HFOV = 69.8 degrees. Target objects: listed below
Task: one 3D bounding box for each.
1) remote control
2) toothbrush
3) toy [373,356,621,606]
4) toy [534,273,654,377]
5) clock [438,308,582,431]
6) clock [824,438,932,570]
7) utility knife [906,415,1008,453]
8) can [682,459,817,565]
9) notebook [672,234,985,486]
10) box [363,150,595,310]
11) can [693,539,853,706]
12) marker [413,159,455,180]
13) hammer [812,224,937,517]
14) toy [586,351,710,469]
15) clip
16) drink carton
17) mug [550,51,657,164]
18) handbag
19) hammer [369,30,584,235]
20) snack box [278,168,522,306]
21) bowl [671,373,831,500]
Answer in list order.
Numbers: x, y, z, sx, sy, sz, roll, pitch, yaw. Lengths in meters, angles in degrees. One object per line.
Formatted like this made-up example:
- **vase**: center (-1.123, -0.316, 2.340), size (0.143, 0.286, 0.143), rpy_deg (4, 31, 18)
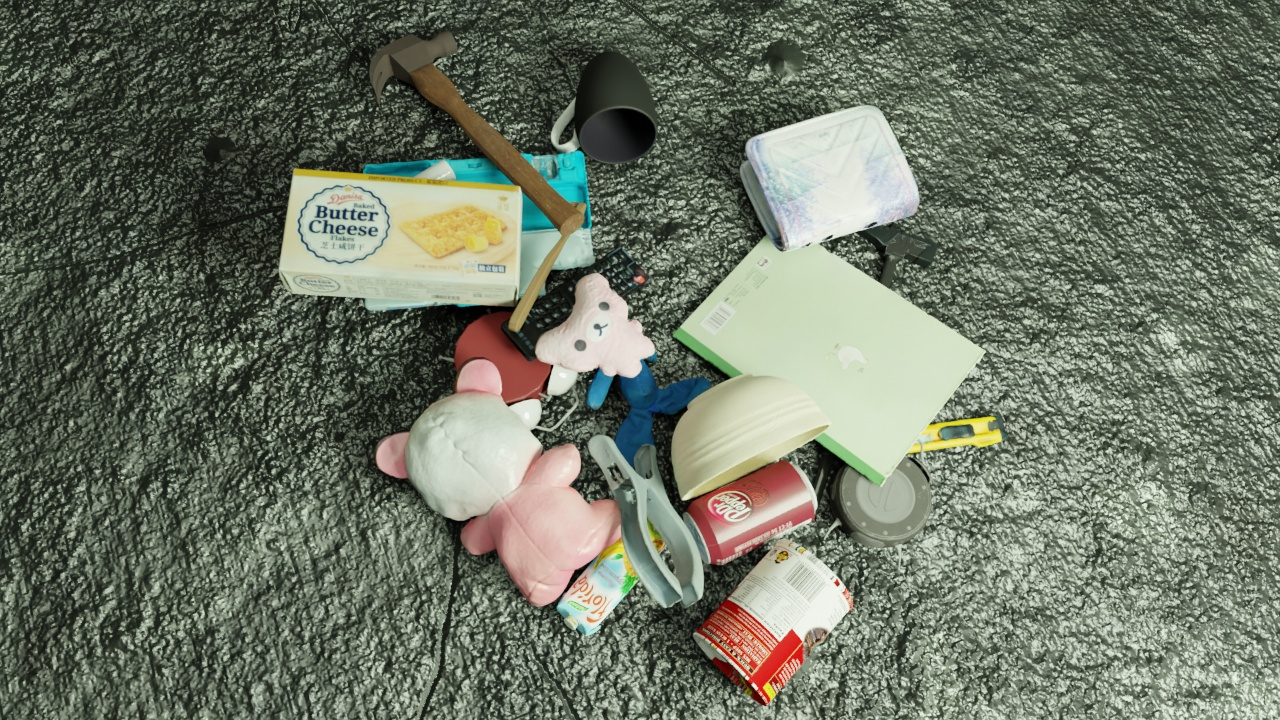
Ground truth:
- **remote control**: center (-0.062, -0.053, 0.879), size (0.150, 0.022, 0.047), rpy_deg (-36, 76, -23)
- **toothbrush**: center (-0.089, -0.093, 0.875), size (0.016, 0.016, 0.166), rpy_deg (18, 58, 8)
- **toy**: center (-0.123, 0.110, 0.814), size (0.142, 0.084, 0.213), rpy_deg (-44, 83, 8)
- **toy**: center (-0.035, -0.022, 0.834), size (0.096, 0.053, 0.099), rpy_deg (31, 74, 9)
- **clock**: center (-0.122, 0.011, 0.884), size (0.137, 0.048, 0.096), rpy_deg (40, 73, 9)
- **clock**: center (0.229, 0.127, 0.872), size (0.091, 0.044, 0.122), rpy_deg (22, 69, 7)
- **utility knife**: center (0.287, 0.078, 0.911), size (0.163, 0.017, 0.030), rpy_deg (-8, 63, -4)
- **can**: center (0.101, 0.140, 0.848), size (0.114, 0.063, 0.063), rpy_deg (-23, 74, -12)
- **notebook**: center (0.184, -0.017, 0.912), size (0.252, 0.010, 0.181), rpy_deg (37, 70, 19)
- **box**: center (-0.162, -0.126, 0.926), size (0.227, 0.056, 0.185), rpy_deg (-5, 64, -6)
- **can**: center (0.117, 0.229, 0.807), size (0.086, 0.087, 0.116), rpy_deg (43, 74, 10)
- **marker**: center (-0.240, -0.151, 0.894), size (0.133, 0.023, 0.027), rpy_deg (-37, 59, -18)
- **hammer**: center (0.214, 0.003, 0.931), size (0.095, 0.015, 0.324), rpy_deg (21, 71, 4)
- **toy**: center (-0.005, 0.005, 0.887), size (0.113, 0.071, 0.176), rpy_deg (-26, 75, -1)
- **clip**: center (-0.002, 0.134, 0.789), size (0.028, 0.107, 0.163), rpy_deg (-40, 52, 25)
- **drink carton**: center (-0.022, 0.192, 0.834), size (0.044, 0.039, 0.128), rpy_deg (40, 72, 9)
- **mug**: center (-0.044, -0.268, 0.978), size (0.119, 0.085, 0.100), rpy_deg (-20, 57, 20)
- **handbag**: center (0.195, -0.185, 0.964), size (0.158, 0.069, 0.126), rpy_deg (-17, 73, -9)
- **hammer**: center (-0.167, -0.235, 0.940), size (0.115, 0.033, 0.323), rpy_deg (-34, 64, -21)
- **snack box**: center (-0.214, -0.111, 0.841), size (0.208, 0.058, 0.104), rpy_deg (3, 70, -8)
- **bowl**: center (0.088, 0.060, 0.828), size (0.150, 0.151, 0.075), rpy_deg (-23, 76, -12)
